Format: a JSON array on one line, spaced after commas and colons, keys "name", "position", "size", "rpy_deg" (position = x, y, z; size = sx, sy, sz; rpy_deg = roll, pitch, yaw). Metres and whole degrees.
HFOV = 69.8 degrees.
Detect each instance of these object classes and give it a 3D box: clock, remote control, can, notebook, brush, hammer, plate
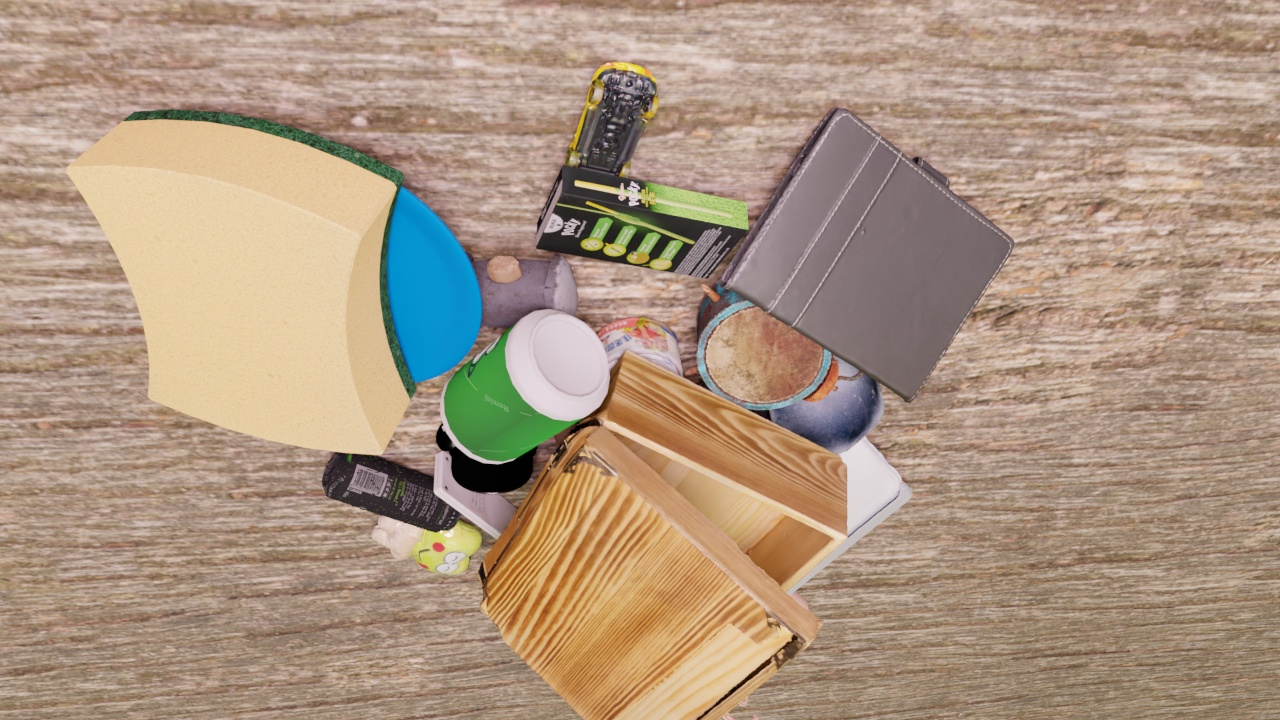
[{"name": "clock", "position": [0.125, -0.020, 0.803], "size": [0.157, 0.073, 0.121], "rpy_deg": [9, 124, 0]}, {"name": "remote control", "position": [-0.168, 0.148, 0.952], "size": [0.011, 0.050, 0.136], "rpy_deg": [-26, 134, 16]}, {"name": "can", "position": [-0.005, 0.005, 0.838], "size": [0.086, 0.043, 0.086], "rpy_deg": [-5, 138, -5]}, {"name": "can", "position": [-0.093, 0.023, 0.723], "size": [0.087, 0.087, 0.140], "rpy_deg": [23, 145, -29]}, {"name": "notebook", "position": [0.188, -0.081, 0.735], "size": [0.209, 0.029, 0.169], "rpy_deg": [29, 96, -26]}, {"name": "brush", "position": [-0.275, -0.049, 0.674], "size": [0.195, 0.075, 0.251], "rpy_deg": [13, 135, 3]}, {"name": "can", "position": [-0.247, 0.131, 0.919], "size": [0.137, 0.053, 0.054], "rpy_deg": [27, 126, -31]}, {"name": "hammer", "position": [-0.084, 0.023, 0.839], "size": [0.098, 0.052, 0.329], "rpy_deg": [2, 143, 11]}, {"name": "clock", "position": [-0.148, 0.083, 0.892], "size": [0.091, 0.042, 0.121], "rpy_deg": [-8, 138, 1]}, {"name": "plate", "position": [-0.228, -0.070, 0.714], "size": [0.224, 0.024, 0.225], "rpy_deg": [8, 134, 8]}]

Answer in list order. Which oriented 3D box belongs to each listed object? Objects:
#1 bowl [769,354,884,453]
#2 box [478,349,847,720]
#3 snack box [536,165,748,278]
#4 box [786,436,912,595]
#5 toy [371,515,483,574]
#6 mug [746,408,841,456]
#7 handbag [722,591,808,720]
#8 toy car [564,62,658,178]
[{"name": "bowl", "position": [0.176, 0.029, 0.871], "size": [0.110, 0.055, 0.110], "rpy_deg": [4, 104, 17]}, {"name": "box", "position": [-0.005, 0.181, 0.803], "size": [0.258, 0.220, 0.280], "rpy_deg": [28, 131, -8]}, {"name": "snack box", "position": [0.000, -0.105, 0.718], "size": [0.147, 0.025, 0.080], "rpy_deg": [8, 154, -17]}, {"name": "box", "position": [0.201, 0.186, 1.014], "size": [0.211, 0.084, 0.186], "rpy_deg": [-39, 126, 7]}, {"name": "toy", "position": [-0.233, 0.195, 0.996], "size": [0.115, 0.046, 0.092], "rpy_deg": [21, 134, -17]}, {"name": "mug", "position": [0.149, 0.097, 0.916], "size": [0.118, 0.100, 0.085], "rpy_deg": [6, 134, -15]}, {"name": "handbag", "position": [0.128, 0.336, 1.096], "size": [0.117, 0.186, 0.198], "rpy_deg": [-27, 129, 28]}, {"name": "toy car", "position": [-0.023, -0.167, 0.666], "size": [0.049, 0.030, 0.107], "rpy_deg": [9, 139, -19]}]
